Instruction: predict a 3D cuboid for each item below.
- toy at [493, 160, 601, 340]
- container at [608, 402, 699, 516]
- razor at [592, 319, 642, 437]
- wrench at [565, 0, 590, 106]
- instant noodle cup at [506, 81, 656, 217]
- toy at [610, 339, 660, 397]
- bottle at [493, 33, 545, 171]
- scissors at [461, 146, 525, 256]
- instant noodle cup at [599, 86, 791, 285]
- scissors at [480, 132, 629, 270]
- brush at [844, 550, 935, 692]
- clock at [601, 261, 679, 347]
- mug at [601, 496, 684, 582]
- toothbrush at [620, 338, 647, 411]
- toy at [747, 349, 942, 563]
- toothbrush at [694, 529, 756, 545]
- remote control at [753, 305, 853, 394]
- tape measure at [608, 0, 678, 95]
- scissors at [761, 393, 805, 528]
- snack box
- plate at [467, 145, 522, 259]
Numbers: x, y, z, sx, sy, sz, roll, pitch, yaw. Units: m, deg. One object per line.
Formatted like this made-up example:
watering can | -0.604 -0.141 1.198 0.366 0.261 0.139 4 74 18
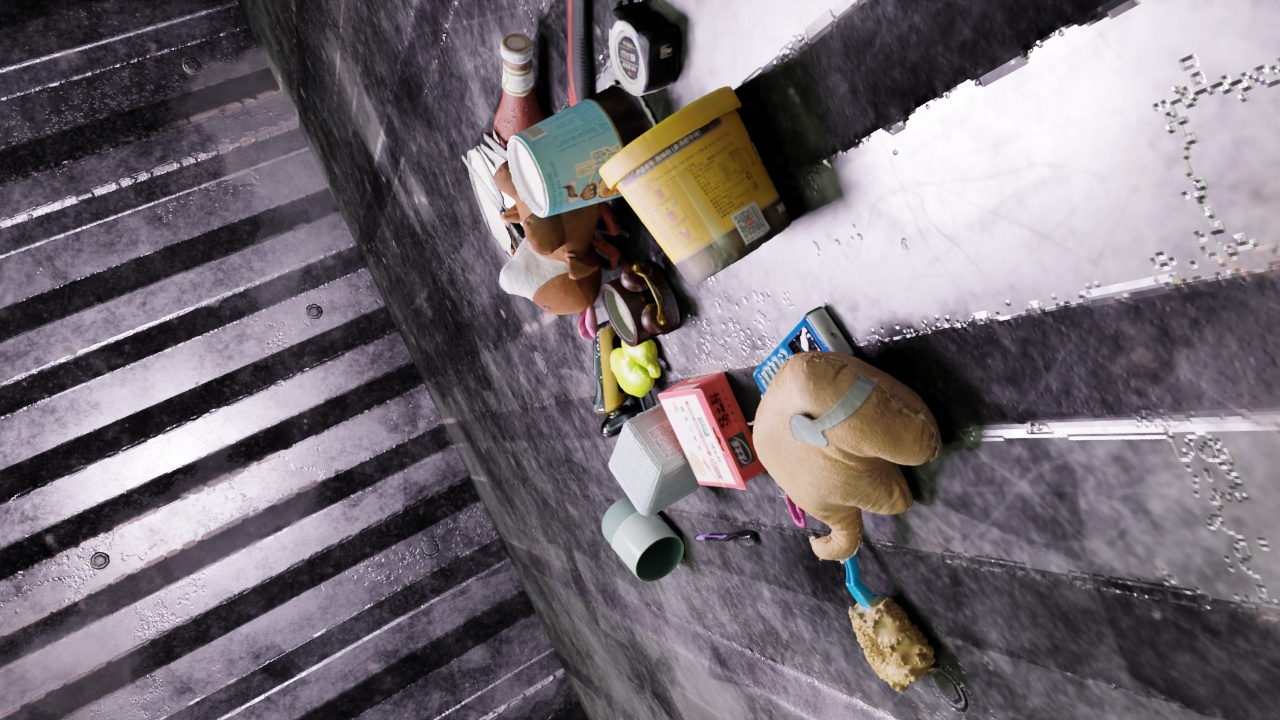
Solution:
toy | -0.095 -0.115 0.984 0.200 0.130 0.140 78 167 -59
container | 0.024 0.111 1.083 0.090 0.089 0.112 54 156 22
razor | -0.033 0.022 1.179 0.068 0.062 0.168 13 127 26
wrench | -0.056 -0.326 0.848 0.056 0.016 0.274 54 157 26
instant noodle cup | -0.056 -0.189 0.861 0.111 0.120 0.111 51 156 32
toy | -0.007 0.006 1.096 0.097 0.031 0.100 38 141 41
bottle | -0.138 -0.277 1.041 0.059 0.059 0.206 54 158 24
scissors | -0.159 -0.158 1.159 0.221 0.021 0.228 48 161 22
instant noodle cup | 0.048 -0.129 0.704 0.114 0.118 0.119 58 160 -5
scissors | -0.096 -0.187 1.028 0.199 0.015 0.205 6 133 50
brush | 0.194 0.183 0.837 0.254 0.045 0.083 65 164 6
clock | 0.002 -0.061 0.970 0.082 0.055 0.122 63 163 3
mug | 0.008 0.260 1.330 0.111 0.082 0.106 39 -178 -45
toothbrush | -0.001 0.026 1.147 0.016 0.018 0.181 12 124 58
toy | 0.152 0.079 0.735 0.143 0.082 0.226 36 150 23
toothbrush | 0.102 0.220 1.132 0.017 0.014 0.189 51 160 -2
remote control | 0.135 0.003 0.772 0.049 0.024 0.125 58 155 13
tape measure | 0.002 -0.257 0.765 0.065 0.033 0.066 52 155 33
scissors | 0.132 0.095 0.865 0.133 0.017 0.134 146 108 -82
snack box | 0.079 0.074 0.965 0.113 0.044 0.127 65 161 -4
plate | -0.158 -0.183 1.242 0.265 0.034 0.162 52 157 28
